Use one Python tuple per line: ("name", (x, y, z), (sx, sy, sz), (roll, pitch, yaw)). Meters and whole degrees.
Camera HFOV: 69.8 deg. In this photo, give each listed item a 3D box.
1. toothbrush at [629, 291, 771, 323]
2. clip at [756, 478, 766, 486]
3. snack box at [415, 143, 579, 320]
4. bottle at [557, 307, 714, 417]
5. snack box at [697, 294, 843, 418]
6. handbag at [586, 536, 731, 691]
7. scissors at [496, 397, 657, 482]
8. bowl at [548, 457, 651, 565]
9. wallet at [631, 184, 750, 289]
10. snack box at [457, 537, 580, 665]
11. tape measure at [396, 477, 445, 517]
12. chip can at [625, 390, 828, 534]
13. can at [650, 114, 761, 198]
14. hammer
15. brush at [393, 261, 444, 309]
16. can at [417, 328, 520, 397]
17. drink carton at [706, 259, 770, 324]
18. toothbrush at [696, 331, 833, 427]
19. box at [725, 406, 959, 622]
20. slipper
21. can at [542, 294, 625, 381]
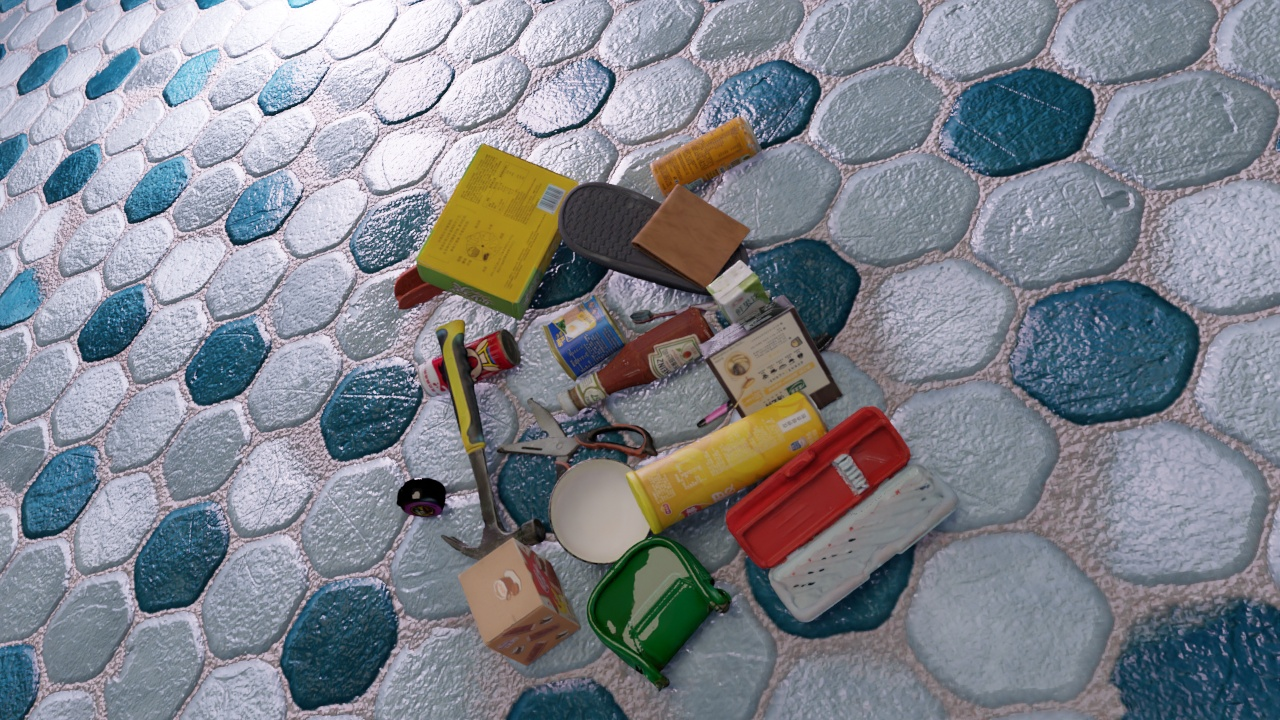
("toothbrush", (0.073, -0.069, 1.159), (0.188, 0.017, 0.016), (-9, 58, 22))
("clip", (0.152, 0.141, 0.993), (0.058, 0.043, 0.026), (10, 67, 35))
("snack box", (-0.197, -0.181, 1.288), (0.158, 0.070, 0.209), (23, 71, 4))
("bottle", (-0.007, 0.007, 1.126), (0.206, 0.060, 0.059), (-30, 53, 7))
("snack box", (0.145, 0.010, 1.027), (0.113, 0.126, 0.053), (-31, 25, 6))
("handbag", (0.019, 0.258, 0.956), (0.120, 0.068, 0.131), (36, 81, 36))
("scissors", (-0.081, 0.113, 1.127), (0.189, 0.015, 0.225), (-32, 53, 6))
("bowl", (-0.044, 0.170, 1.029), (0.116, 0.066, 0.116), (1, 78, -4))
("wallet", (0.063, -0.155, 1.150), (0.115, 0.020, 0.101), (35, 76, 13))
("snack box", (-0.133, 0.266, 1.010), (0.077, 0.094, 0.092), (-35, 52, 3))
("tape measure", (-0.275, 0.172, 1.162), (0.058, 0.057, 0.039), (-19, 53, 26))
("chip can", (0.093, 0.106, 0.977), (0.213, 0.072, 0.072), (-26, 52, -7))
("can", (0.088, -0.276, 1.250), (0.146, 0.058, 0.058), (-26, 53, 10))
("hammer", (-0.214, 0.097, 1.157), (0.126, 0.032, 0.323), (-24, 66, 14))
("brush", (-0.300, -0.126, 1.350), (0.146, 0.063, 0.069), (-29, 39, 9))
("can", (-0.233, 0.005, 1.244), (0.133, 0.053, 0.053), (-21, 54, 14))
("drink carton", (0.124, -0.059, 1.061), (0.053, 0.122, 0.045), (-39, 50, 1))
("toothbrush", (0.143, 0.023, 1.069), (0.189, 0.018, 0.014), (-34, 42, 6))
("box", (0.201, 0.155, 0.932), (0.201, 0.074, 0.154), (-38, 65, 0))
("slipper", (0.013, -0.144, 1.204), (0.268, 0.083, 0.110), (23, 74, 15))
("can", (-0.071, -0.031, 1.169), (0.083, 0.057, 0.102), (-33, 29, 2))
